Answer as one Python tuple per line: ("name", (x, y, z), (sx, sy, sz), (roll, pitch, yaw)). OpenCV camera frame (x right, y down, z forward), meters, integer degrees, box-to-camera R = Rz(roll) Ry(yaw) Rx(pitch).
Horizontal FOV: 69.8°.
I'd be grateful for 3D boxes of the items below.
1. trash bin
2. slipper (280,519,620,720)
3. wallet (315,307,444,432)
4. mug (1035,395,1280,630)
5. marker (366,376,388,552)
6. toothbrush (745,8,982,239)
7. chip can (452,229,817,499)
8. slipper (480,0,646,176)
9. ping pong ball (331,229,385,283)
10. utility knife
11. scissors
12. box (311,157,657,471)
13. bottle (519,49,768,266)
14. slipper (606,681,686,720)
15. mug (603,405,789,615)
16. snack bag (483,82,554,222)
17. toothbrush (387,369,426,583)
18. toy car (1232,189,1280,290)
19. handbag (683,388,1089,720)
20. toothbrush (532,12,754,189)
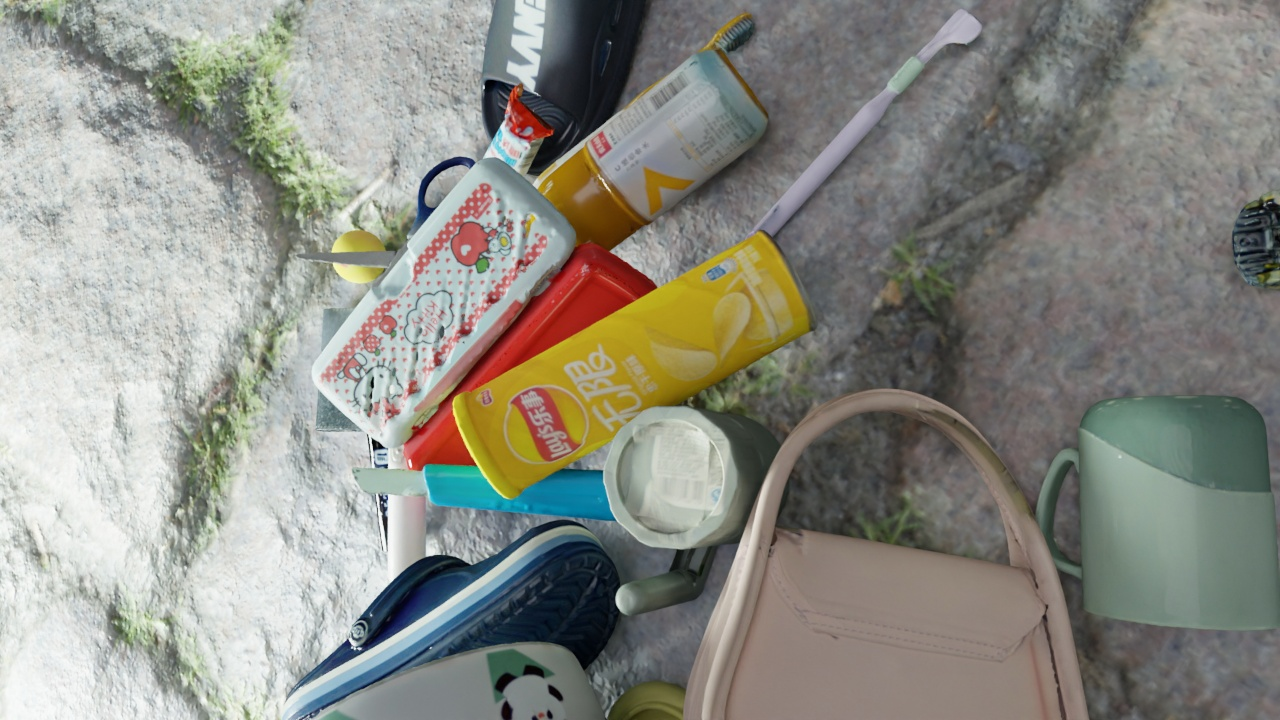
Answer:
("trash bin", (-0.074, 0.303, 0.470), (0.230, 0.229, 0.251), (-36, 56, 15))
("slipper", (-0.124, 0.181, 0.601), (0.253, 0.105, 0.095), (-34, 45, 10))
("wallet", (-0.191, 0.005, 0.690), (0.121, 0.019, 0.097), (-2, 82, 20))
("mug", (0.254, 0.074, 0.464), (0.112, 0.082, 0.106), (-9, 78, 54))
("marker", (-0.185, 0.072, 0.661), (0.020, 0.022, 0.132), (-6, 94, 8))
("toothbrush", (0.133, -0.138, 0.570), (0.189, 0.021, 0.029), (-46, 31, 13))
("chip can", (-0.003, 0.003, 0.551), (0.213, 0.072, 0.072), (-28, 73, 1))
("slipper", (-0.056, -0.264, 0.628), (0.111, 0.083, 0.268), (22, 95, 26))
("ping pong ball", (-0.213, -0.079, 0.696), (0.040, 0.040, 0.040), (-3, 82, 23))
("utility knife", (-0.091, 0.082, 0.595), (0.191, 0.018, 0.034), (4, 102, -3))
("scissors", (-0.157, -0.079, 0.658), (0.176, 0.012, 0.162), (12, 70, 3))
("box", (-0.100, -0.010, 0.590), (0.161, 0.060, 0.201), (37, 108, -19))
("bottle", (-0.008, -0.121, 0.599), (0.190, 0.068, 0.068), (-35, 71, 16))
("slipper", (0.050, 0.259, 0.521), (0.191, 0.081, 0.091), (25, 96, 26))
("mug", (0.029, 0.088, 0.539), (0.084, 0.103, 0.124), (18, 90, 24))
("snack bag", (-0.092, -0.137, 0.629), (0.045, 0.026, 0.106), (45, 128, 10))
("toothbrush", (-0.165, 0.046, 0.650), (0.027, 0.026, 0.221), (-4, 80, 14))
("toy car", (0.357, -0.062, 0.457), (0.106, 0.031, 0.049), (-2, 83, 24))
("handbag", (0.131, 0.124, 0.482), (0.193, 0.093, 0.233), (11, 72, -3))
("toothbrush", (0.000, -0.169, 0.620), (0.191, 0.016, 0.018), (-38, 52, 7))
